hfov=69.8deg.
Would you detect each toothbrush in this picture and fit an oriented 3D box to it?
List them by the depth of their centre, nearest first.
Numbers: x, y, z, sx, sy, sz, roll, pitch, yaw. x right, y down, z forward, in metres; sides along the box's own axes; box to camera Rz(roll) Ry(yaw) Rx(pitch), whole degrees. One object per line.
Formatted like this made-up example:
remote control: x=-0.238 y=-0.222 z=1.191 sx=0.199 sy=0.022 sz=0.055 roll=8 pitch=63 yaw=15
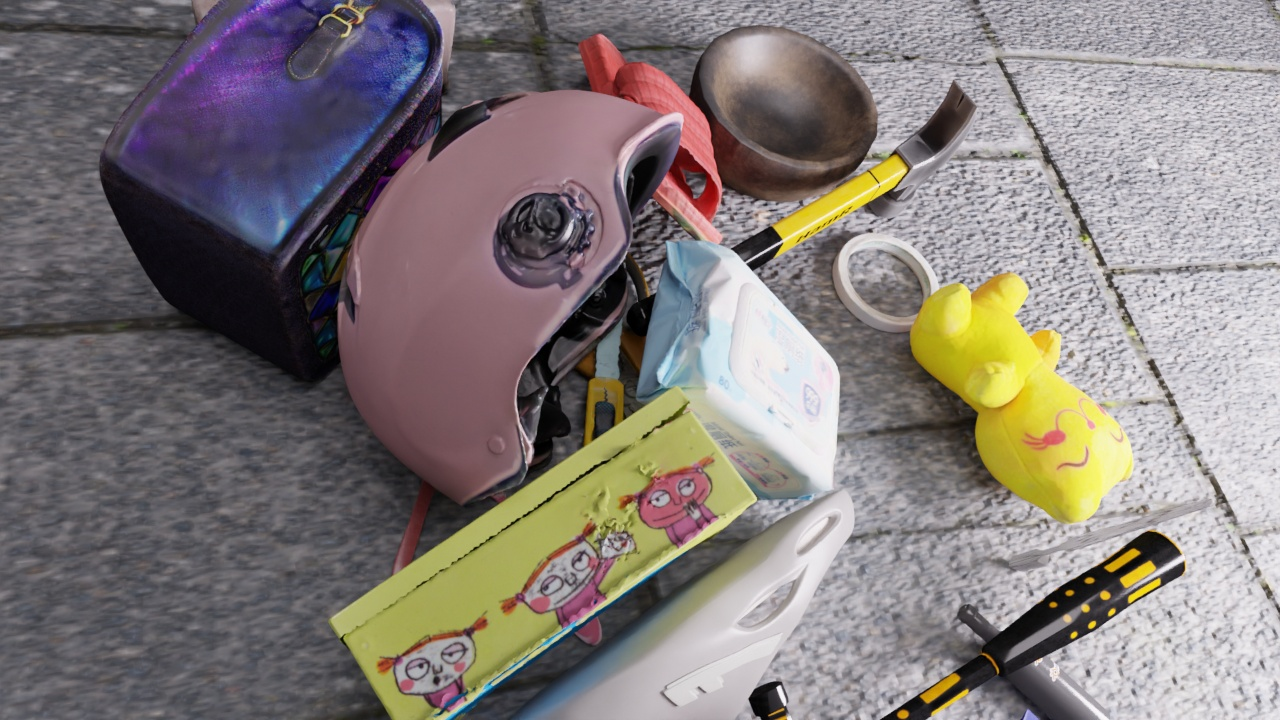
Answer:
toothbrush: x=-0.065 y=0.123 z=0.584 sx=0.021 sy=0.016 sz=0.135 roll=-32 pitch=74 yaw=-20
toothbrush: x=0.303 y=0.117 z=0.600 sx=0.010 sy=0.182 sz=0.010 roll=25 pitch=62 yaw=-6
toothbrush: x=-0.131 y=0.059 z=0.602 sx=0.015 sy=0.016 sz=0.184 roll=20 pitch=59 yaw=-12

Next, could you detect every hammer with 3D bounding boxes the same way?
hammer: x=0.226 y=0.198 z=0.589 sx=0.320 sy=0.036 sz=0.123 roll=-24 pitch=82 yaw=-15
hammer: x=0.124 y=-0.105 z=0.700 sx=0.323 sy=0.170 sz=0.034 roll=-31 pitch=78 yaw=-20

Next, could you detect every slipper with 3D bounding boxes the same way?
slipper: x=0.047 y=0.172 z=0.547 sx=0.265 sy=0.113 sz=0.080 roll=-29 pitch=84 yaw=-34
slipper: x=0.014 y=-0.185 z=0.709 sx=0.103 sy=0.059 sz=0.248 roll=34 pitch=26 yaw=-47

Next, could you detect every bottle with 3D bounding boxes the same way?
bottle: x=0.263 y=0.209 z=0.625 sx=0.113 sy=0.030 sz=0.030 roll=42 pitch=59 yaw=9

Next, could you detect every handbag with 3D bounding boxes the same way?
handbag: x=-0.198 y=-0.122 z=0.575 sx=0.125 sy=0.205 sz=0.221 roll=30 pitch=64 yaw=1

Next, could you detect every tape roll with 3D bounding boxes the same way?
tape roll: x=0.207 y=-0.066 z=0.773 sx=0.093 sy=0.013 sz=0.092 roll=7 pitch=60 yaw=-12

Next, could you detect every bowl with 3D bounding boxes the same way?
bowl: x=0.115 y=-0.204 z=0.788 sx=0.162 sy=0.070 sz=0.162 roll=7 pitch=60 yaw=-13

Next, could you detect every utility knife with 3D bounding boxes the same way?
utility knife: x=-0.027 y=0.046 z=0.629 sx=0.030 sy=0.019 sz=0.218 roll=8 pitch=63 yaw=-13

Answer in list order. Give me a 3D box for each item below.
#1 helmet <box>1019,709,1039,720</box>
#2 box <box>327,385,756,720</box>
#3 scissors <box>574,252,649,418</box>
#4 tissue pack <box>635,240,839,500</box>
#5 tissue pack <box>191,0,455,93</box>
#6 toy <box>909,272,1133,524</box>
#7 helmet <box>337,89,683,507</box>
helmet: x=0.197 y=0.301 z=0.444 sx=0.148 sy=0.228 sz=0.241 roll=43 pitch=59 yaw=-43
box: x=-0.054 y=0.118 z=0.515 sx=0.220 sy=0.125 sz=0.082 roll=-30 pitch=75 yaw=-18
scissors: x=-0.003 y=0.005 z=0.669 sx=0.133 sy=0.016 sz=0.228 roll=-29 pitch=74 yaw=-28
tissue pack: x=0.070 y=0.010 z=0.614 sx=0.182 sy=0.070 sz=0.111 roll=41 pitch=50 yaw=-38
tissue pack: x=-0.235 y=-0.248 z=0.691 sx=0.181 sy=0.104 sz=0.071 roll=-12 pitch=64 yaw=-21
toy: x=0.283 y=0.031 z=0.700 sx=0.134 sy=0.088 sz=0.194 roll=-19 pitch=71 yaw=-44
helmet: x=-0.078 y=-0.050 z=0.537 sx=0.152 sy=0.230 sz=0.255 roll=29 pitch=95 yaw=3
